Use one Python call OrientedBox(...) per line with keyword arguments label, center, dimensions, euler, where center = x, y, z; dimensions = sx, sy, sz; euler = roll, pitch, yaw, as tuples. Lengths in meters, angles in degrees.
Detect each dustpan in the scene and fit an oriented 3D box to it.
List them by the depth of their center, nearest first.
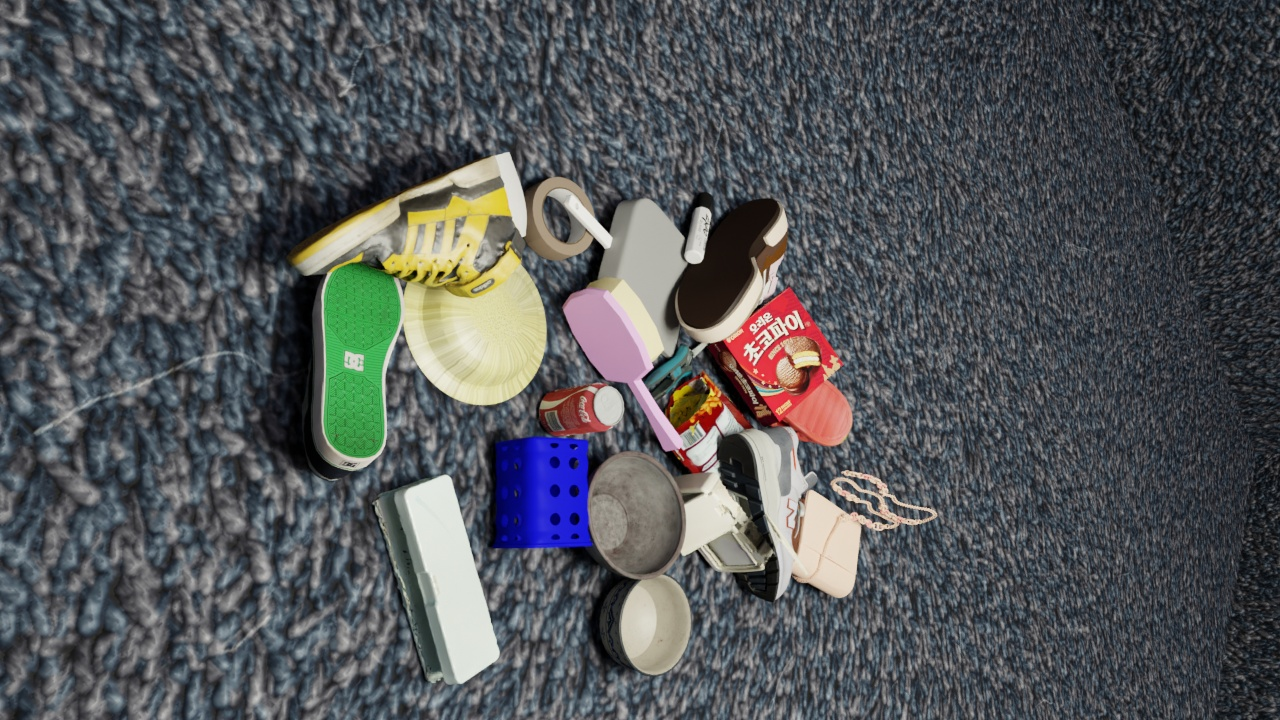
OrientedBox(label="dustpan", center=(-0.012, -0.129, 1.136), dimensions=(0.257, 0.033, 0.163), euler=(42, 54, -51))

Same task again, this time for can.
OrientedBox(label="can", center=(-0.067, 0.055, 1.027), dimensions=(0.054, 0.097, 0.054), euler=(9, 76, -42))

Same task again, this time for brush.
OrientedBox(label="brush", center=(-0.007, 0.006, 1.097), dimensions=(0.043, 0.089, 0.229), euler=(-47, 113, -43))

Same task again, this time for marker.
OrientedBox(label="marker", center=(0.080, -0.183, 1.243), dimensions=(0.025, 0.025, 0.125), euler=(40, 45, -31))

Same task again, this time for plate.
OrientedBox(label="plate", center=(-0.165, -0.046, 0.994), dimensions=(0.184, 0.036, 0.184), euler=(9, 76, -42))

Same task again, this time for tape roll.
OrientedBox(label="tape roll", center=(-0.098, -0.167, 1.083), dimensions=(0.093, 0.030, 0.093), euler=(9, 76, -42))

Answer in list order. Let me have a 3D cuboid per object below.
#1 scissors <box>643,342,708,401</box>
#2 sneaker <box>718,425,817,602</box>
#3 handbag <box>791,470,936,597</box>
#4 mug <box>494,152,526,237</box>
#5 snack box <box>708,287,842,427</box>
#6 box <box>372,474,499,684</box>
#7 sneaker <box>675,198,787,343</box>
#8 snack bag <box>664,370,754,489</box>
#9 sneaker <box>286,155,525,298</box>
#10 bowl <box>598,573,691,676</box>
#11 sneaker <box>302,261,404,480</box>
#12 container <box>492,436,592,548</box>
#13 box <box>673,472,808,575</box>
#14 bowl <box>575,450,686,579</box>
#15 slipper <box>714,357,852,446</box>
OrientedBox(label="scissors", center=(0.046, 0.005, 1.186), dimensions=(0.135, 0.019, 0.130), euler=(26, 82, -54))
OrientedBox(label="sneaker", center=(0.181, 0.189, 1.205), dimensions=(0.124, 0.089, 0.240), euler=(-24, 112, -36))
OrientedBox(label="handbag", center=(0.286, 0.247, 1.263), dimensions=(0.198, 0.188, 0.116), euler=(35, 53, -39))
OrientedBox(label="mug", center=(-0.156, -0.177, 1.014), dimensions=(0.107, 0.071, 0.089), euler=(-50, 123, -67))
OrientedBox(label="snack box", center=(0.188, -0.006, 1.261), dimensions=(0.151, 0.036, 0.132), euler=(-36, 92, -33))
OrientedBox(label="box", center=(-0.196, 0.215, 0.908), dimensions=(0.085, 0.073, 0.199), euler=(-18, 94, -24))
OrientedBox(label="sneaker", center=(0.134, -0.096, 1.241), dimensions=(0.116, 0.112, 0.292), euler=(65, 33, -31))
OrientedBox(label="snack bag", center=(0.114, 0.124, 1.212), dimensions=(0.208, 0.067, 0.138), euler=(49, 58, -29))
OrientedBox(label="sneaker", center=(-0.212, -0.103, 0.886), dimensions=(0.237, 0.086, 0.122), euler=(-36, 110, -34))
OrientedBox(label="bowl", center=(-0.001, 0.305, 1.070), dimensions=(0.115, 0.059, 0.115), euler=(9, 76, -42))
OrientedBox(label="sneaker", center=(-0.279, 0.000, 0.865), dimensions=(0.084, 0.079, 0.234), euler=(19, 53, -33))
OrientedBox(label="container", center=(-0.106, 0.142, 0.984), dimensions=(0.085, 0.085, 0.113), euler=(8, 76, -41))
OrientedBox(label="box", center=(0.109, 0.208, 1.106), dimensions=(0.143, 0.182, 0.080), euler=(52, 53, -15))
OrientedBox(label="bowl", center=(-0.022, 0.182, 1.060), dimensions=(0.144, 0.067, 0.144), euler=(16, 65, -37))
OrientedBox(label="slipper", center=(0.196, 0.044, 1.306), dimensions=(0.248, 0.059, 0.103), euler=(35, 60, -16))
